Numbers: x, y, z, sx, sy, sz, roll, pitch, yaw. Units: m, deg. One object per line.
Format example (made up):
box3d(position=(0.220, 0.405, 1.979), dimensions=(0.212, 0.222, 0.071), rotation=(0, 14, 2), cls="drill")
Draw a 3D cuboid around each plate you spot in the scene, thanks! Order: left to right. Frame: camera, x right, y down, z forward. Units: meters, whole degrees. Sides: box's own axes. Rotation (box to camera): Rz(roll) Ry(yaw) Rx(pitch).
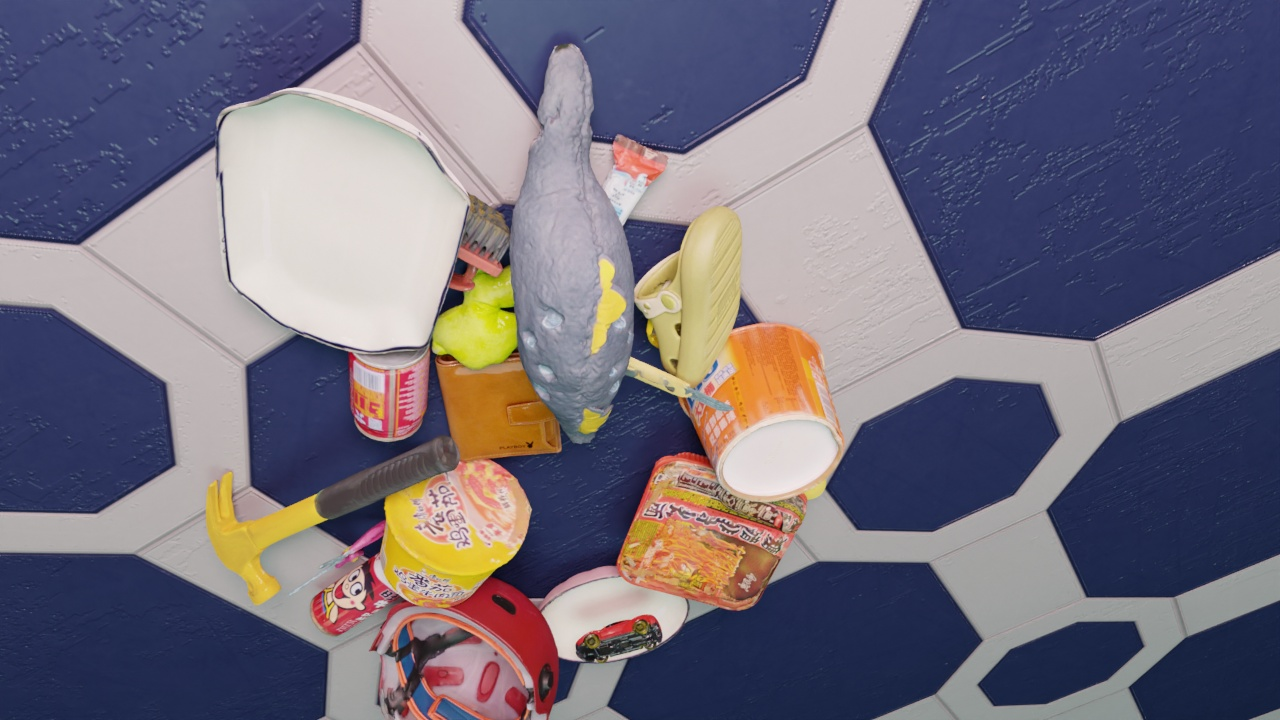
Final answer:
box3d(position=(-0.208, -0.091, 0.642), dimensions=(0.162, 0.034, 0.266), rotation=(18, 145, -11), cls="plate")
box3d(position=(-0.037, 0.305, 1.124), dimensions=(0.192, 0.039, 0.193), rotation=(-6, 134, -7), cls="plate")

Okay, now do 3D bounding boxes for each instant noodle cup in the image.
box3d(position=(-0.192, 0.173, 0.907), dimensions=(0.138, 0.137, 0.110), rotation=(10, 138, -21), cls="instant noodle cup")
box3d(position=(0.073, 0.174, 0.976), dimensions=(0.164, 0.079, 0.189), rotation=(17, 122, -5), cls="instant noodle cup")
box3d(position=(0.119, 0.055, 0.874), dimensions=(0.151, 0.111, 0.152), rotation=(-7, 134, -7), cls="instant noodle cup")

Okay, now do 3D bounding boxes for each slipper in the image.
box3d(position=(0.039, -0.059, 0.781), dimensions=(0.081, 0.091, 0.191), rotation=(26, 146, 17), cls="slipper")

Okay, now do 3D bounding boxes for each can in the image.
box3d(position=(-0.297, 0.249, 1.004), dimensions=(0.133, 0.053, 0.053), rotation=(-34, 131, 19), cls="can")
box3d(position=(-0.217, 0.018, 0.794), dimensions=(0.066, 0.066, 0.094), rotation=(2, 132, -14), cls="can")

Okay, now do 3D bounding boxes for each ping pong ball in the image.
box3d(position=(0.184, 0.133, 1.011), dimensions=(0.040, 0.040, 0.040), rotation=(-6, 134, -7), cls="ping pong ball")

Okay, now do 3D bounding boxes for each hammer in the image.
box3d(position=(-0.287, 0.131, 0.840), dimensions=(0.301, 0.032, 0.129), rotation=(-23, 102, 25), cls="hammer")

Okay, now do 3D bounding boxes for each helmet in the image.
box3d(position=(-0.182, 0.323, 1.034), dimensions=(0.207, 0.143, 0.240), rotation=(13, 120, 13), cls="helmet")

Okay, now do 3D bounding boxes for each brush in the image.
box3d(position=(-0.172, -0.107, 0.689), dimensions=(0.145, 0.063, 0.069), rotation=(29, 108, -32), cls="brush")

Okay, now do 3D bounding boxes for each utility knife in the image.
box3d(position=(-0.005, 0.005, 0.804), dimensions=(0.190, 0.020, 0.031), rotation=(20, 156, 9), cls="utility knife")

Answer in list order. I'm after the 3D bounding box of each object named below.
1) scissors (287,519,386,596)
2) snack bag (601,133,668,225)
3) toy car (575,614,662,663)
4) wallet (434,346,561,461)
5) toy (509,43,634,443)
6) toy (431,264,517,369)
box3d(position=(-0.297, 0.196, 0.935), dimensions=(0.130, 0.017, 0.133), rotation=(-37, 176, -3), cls="scissors")
box3d(position=(-0.021, -0.126, 0.730), dimensions=(0.048, 0.026, 0.104), rotation=(26, 126, -7), cls="snack bag")
box3d(position=(-0.027, 0.334, 1.103), dimensions=(0.106, 0.031, 0.049), rotation=(-18, 134, 2), cls="toy car")
box3d(position=(-0.124, 0.040, 0.863), dimensions=(0.119, 0.035, 0.131), rotation=(-2, 133, -2), cls="wallet")
box3d(position=(-0.052, -0.051, 0.704), dimensions=(0.091, 0.137, 0.357), rotation=(-3, 122, -5), cls="toy")
box3d(position=(-0.130, -0.035, 0.781), dimensions=(0.096, 0.031, 0.100), rotation=(0, 117, -6), cls="toy")
